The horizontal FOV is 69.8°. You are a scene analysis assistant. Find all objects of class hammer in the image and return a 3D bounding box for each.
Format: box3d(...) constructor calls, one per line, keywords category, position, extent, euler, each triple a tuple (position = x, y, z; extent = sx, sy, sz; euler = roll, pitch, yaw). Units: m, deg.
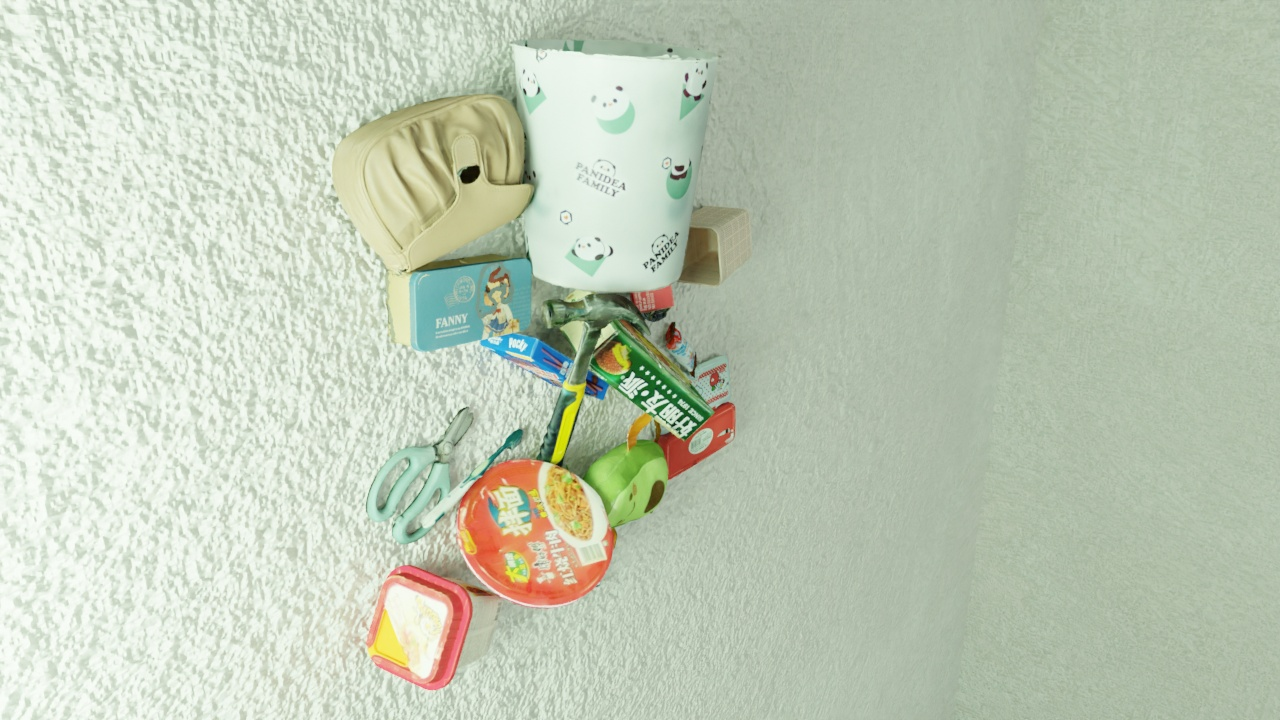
box3d(category="hammer", position=(-0.077, 0.038, 1.073), extent=(0.126, 0.032, 0.324), euler=(-6, 143, -23))

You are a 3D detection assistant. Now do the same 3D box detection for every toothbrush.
box3d(category="toothbrush", position=(-0.194, 0.138, 1.082), extent=(0.191, 0.016, 0.018), euler=(-47, 148, -46))

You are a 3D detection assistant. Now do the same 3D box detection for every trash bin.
box3d(category="trash bin", position=(-0.035, -0.222, 1.033), extent=(0.228, 0.230, 0.252), euler=(-23, 125, -49))

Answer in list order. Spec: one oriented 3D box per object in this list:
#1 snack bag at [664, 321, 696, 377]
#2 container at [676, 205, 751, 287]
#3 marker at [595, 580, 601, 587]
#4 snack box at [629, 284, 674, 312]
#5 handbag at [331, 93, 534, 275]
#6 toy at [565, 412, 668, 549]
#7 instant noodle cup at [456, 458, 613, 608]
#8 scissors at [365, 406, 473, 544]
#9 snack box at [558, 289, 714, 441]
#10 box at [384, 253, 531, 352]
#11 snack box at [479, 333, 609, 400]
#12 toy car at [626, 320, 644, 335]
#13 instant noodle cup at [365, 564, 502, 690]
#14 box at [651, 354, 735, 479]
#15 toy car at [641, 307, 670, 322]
box3d(category="snack bag", position=(0.062, -0.016, 1.389), extent=(0.105, 0.026, 0.045), euler=(48, 40, -49))
box3d(category="container", position=(0.105, -0.173, 1.345), extent=(0.110, 0.090, 0.090), euler=(-37, 129, -45))
box3d(category="marker", position=(-0.071, 0.268, 1.312), extent=(0.022, 0.018, 0.131), euler=(-44, 134, -50))
box3d(category="snack box", position=(0.001, -0.169, 1.207), extent=(0.057, 0.058, 0.208), euler=(-11, 116, -5))
box3d(category="handbag", position=(-0.195, -0.182, 0.917), extent=(0.203, 0.100, 0.148), euler=(-36, 124, -38))
box3d(category="toy", position=(-0.020, 0.171, 1.266), extent=(0.246, 0.090, 0.227), euler=(-22, 126, -63))
box3d(category="instant noodle cup", position=(-0.131, 0.217, 1.104), extent=(0.193, 0.194, 0.066), euler=(-38, 165, -41))
box3d(category="scissors", position=(-0.233, 0.129, 1.043), extent=(0.179, 0.019, 0.139), euler=(-51, 137, -33))
box3d(category="snack box", position=(-0.007, 0.007, 1.192), extent=(0.063, 0.114, 0.240), euler=(-43, 135, 6))
box3d(category="box", position=(-0.198, -0.065, 0.990), extent=(0.183, 0.060, 0.090), euler=(-21, 117, -51))
box3d(category="snack box", position=(-0.113, 0.005, 1.107), extent=(0.157, 0.085, 0.026), euler=(34, 74, -53))
box3d(category="toy car", position=(-0.025, -0.046, 1.254), extent=(0.042, 0.034, 0.090), euler=(-62, 141, -24))
box3d(category="instant noodle cup", position=(-0.226, 0.297, 1.037), extent=(0.124, 0.116, 0.116), euler=(23, 82, -66))
box3d(category="box", position=(0.086, 0.087, 1.450), extent=(0.200, 0.038, 0.158), euler=(-23, 119, -47))
box3d(category="toy car", position=(0.022, -0.107, 1.300), extent=(0.048, 0.031, 0.106), euler=(-13, 113, -55))
